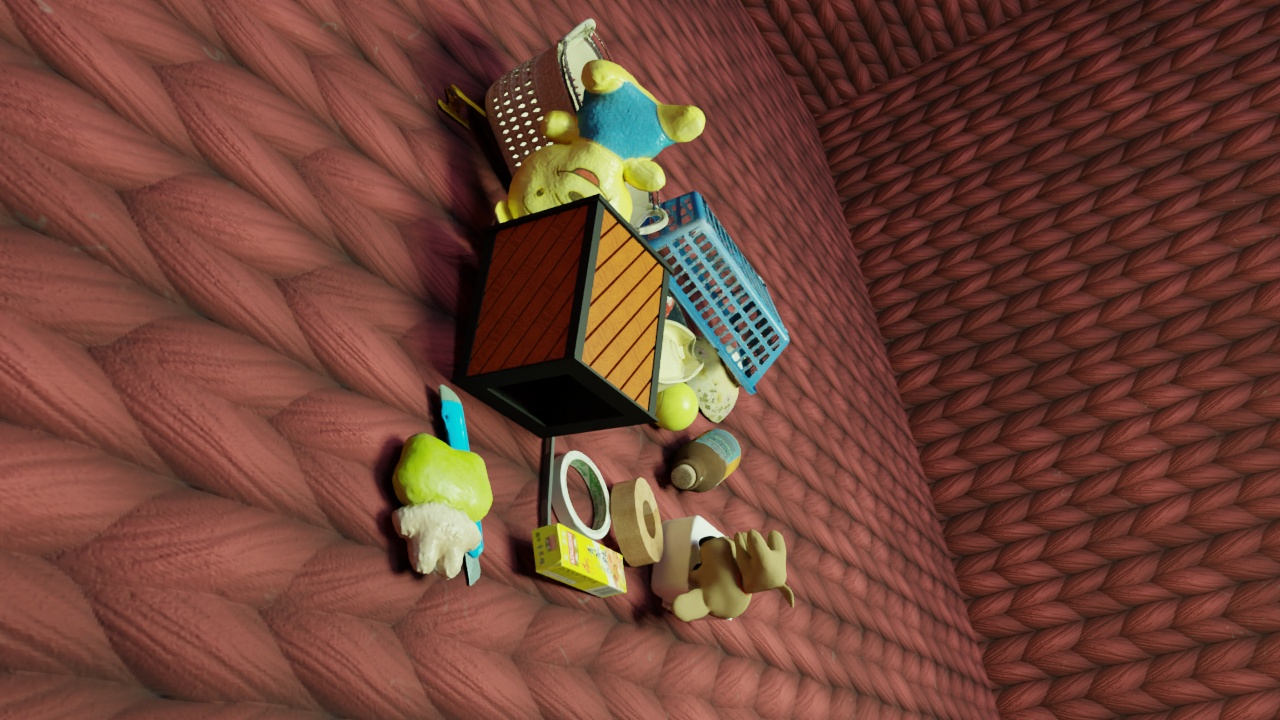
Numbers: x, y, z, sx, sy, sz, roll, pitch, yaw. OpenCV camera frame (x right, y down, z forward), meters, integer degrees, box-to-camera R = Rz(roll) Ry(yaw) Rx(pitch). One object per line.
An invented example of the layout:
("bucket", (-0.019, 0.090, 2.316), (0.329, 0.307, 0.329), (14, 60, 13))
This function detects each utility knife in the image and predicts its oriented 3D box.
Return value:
("utility knife", (-0.153, 0.105, 0.787), (0.031, 0.015, 0.174), (18, 54, -57))

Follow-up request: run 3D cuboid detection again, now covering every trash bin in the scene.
("trash bin", (-0.069, -0.037, 0.893), (0.139, 0.140, 0.171), (40, 49, -47))

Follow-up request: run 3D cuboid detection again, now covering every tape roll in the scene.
("tape roll", (-0.003, 0.177, 1.008), (0.094, 0.027, 0.094), (-14, 90, -76))
("tape roll", (-0.062, 0.141, 0.950), (0.094, 0.018, 0.093), (47, 30, -39))

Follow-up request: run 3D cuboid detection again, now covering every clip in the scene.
("clip", (-0.205, -0.289, 1.032), (0.054, 0.046, 0.047), (27, 80, -56))

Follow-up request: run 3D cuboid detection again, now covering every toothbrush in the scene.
("toothbrush", (-0.092, 0.135, 0.898), (0.013, 0.013, 0.167), (38, 36, -36))

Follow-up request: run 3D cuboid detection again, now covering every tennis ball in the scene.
("tennis ball", (0.042, 0.059, 1.192), (0.065, 0.065, 0.065), (47, 30, -39))

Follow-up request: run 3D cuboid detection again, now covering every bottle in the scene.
("bottle", (0.079, 0.136, 1.200), (0.068, 0.068, 0.156), (68, 23, 2))

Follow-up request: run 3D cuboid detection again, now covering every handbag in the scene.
("handbag", (-0.006, 0.006, 1.054), (0.111, 0.120, 0.081), (-7, 75, -51))

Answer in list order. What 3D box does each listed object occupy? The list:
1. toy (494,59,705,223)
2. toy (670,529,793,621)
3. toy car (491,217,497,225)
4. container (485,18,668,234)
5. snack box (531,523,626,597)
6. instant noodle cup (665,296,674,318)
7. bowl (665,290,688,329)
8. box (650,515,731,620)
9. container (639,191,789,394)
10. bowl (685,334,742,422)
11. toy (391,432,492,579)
("toy", (-0.047, -0.199, 0.965), (0.149, 0.214, 0.084), (31, 2, -5))
("toy", (0.105, 0.232, 0.990), (0.134, 0.108, 0.105), (15, 49, -53))
("toy car", (-0.142, -0.097, 0.972), (0.048, 0.041, 0.112), (13, 74, -54))
("container", (-0.076, -0.258, 1.099), (0.184, 0.143, 0.252), (-65, 136, -62))
("snack box", (-0.056, 0.193, 0.875), (0.148, 0.029, 0.040), (45, 32, -58))
("instant noodle cup", (-0.028, -0.095, 1.161), (0.100, 0.100, 0.112), (39, 26, -48))
("bowl", (0.016, -0.042, 1.236), (0.114, 0.061, 0.114), (47, 31, -41))
("box", (0.049, 0.250, 1.075), (0.107, 0.095, 0.102), (42, 47, -38))
("container", (0.109, -0.124, 1.333), (0.257, 0.089, 0.361), (52, 12, -13))
("bowl", (0.119, 0.017, 1.401), (0.145, 0.063, 0.145), (49, 27, -36))
("toy", (-0.158, 0.117, 0.728), (0.092, 0.043, 0.117), (32, 43, -41))
